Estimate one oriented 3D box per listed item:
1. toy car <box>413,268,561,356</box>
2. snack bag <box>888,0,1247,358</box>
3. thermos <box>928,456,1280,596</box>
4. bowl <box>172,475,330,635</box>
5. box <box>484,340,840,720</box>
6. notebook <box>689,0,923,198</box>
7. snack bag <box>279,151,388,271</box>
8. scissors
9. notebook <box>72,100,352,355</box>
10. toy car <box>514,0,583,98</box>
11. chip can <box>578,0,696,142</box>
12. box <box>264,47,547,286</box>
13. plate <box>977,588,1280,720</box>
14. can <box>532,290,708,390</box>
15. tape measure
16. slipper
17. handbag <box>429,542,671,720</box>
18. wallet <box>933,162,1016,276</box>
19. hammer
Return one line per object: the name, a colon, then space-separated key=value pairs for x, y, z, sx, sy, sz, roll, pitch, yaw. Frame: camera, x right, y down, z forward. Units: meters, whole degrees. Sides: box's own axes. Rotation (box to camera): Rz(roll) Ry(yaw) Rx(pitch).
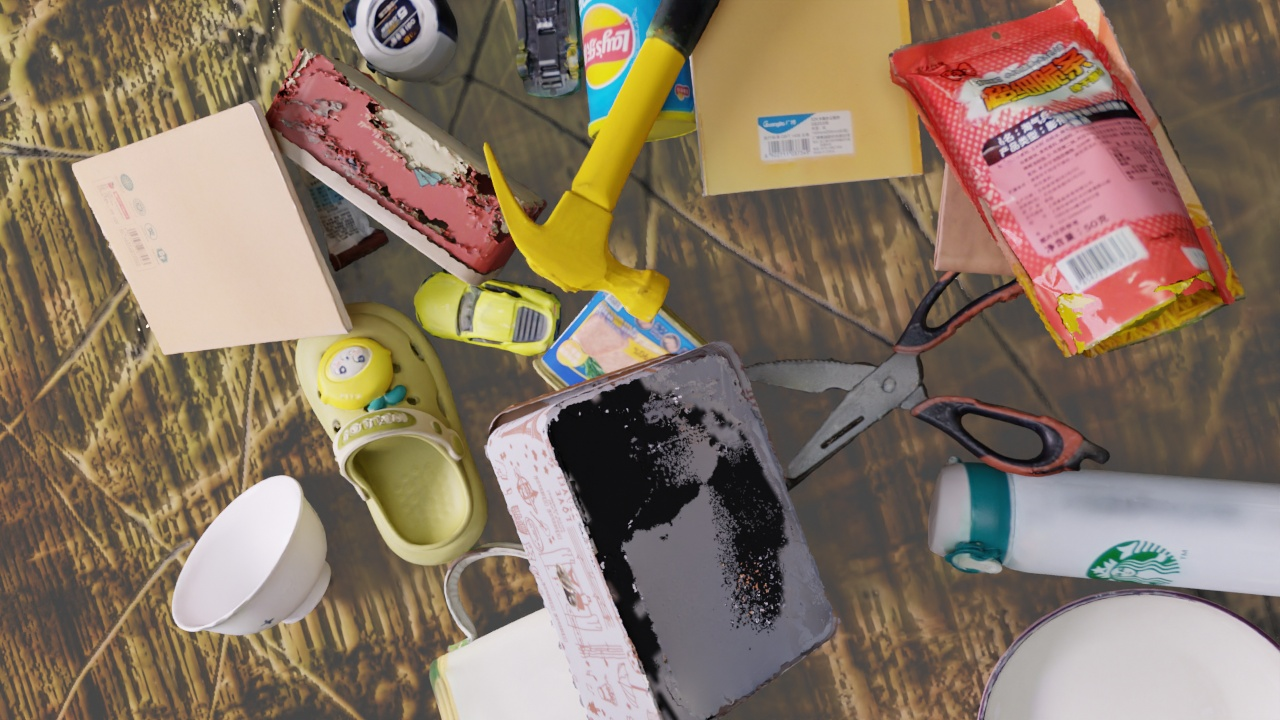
toy car: x=-0.106 y=-0.032 z=0.623 sx=0.105 sy=0.032 sz=0.048 roll=12 pitch=97 yaw=11
snack bag: x=0.238 y=-0.108 z=0.512 sx=0.128 sy=0.073 sz=0.207 roll=-20 pitch=71 yaw=-3
thermos: x=0.286 y=0.100 z=0.540 sx=0.224 sy=0.073 sz=0.073 roll=3 pitch=95 yaw=10
bowl: x=-0.258 y=0.147 z=0.643 sx=0.118 sy=0.118 sz=0.065 roll=-34 pitch=127 yaw=11
box: x=-0.005 y=0.095 z=0.531 sx=0.167 sy=0.149 sz=0.182 roll=-21 pitch=89 yaw=54
notebook: x=0.096 y=-0.209 z=0.555 sx=0.145 sy=0.010 sz=0.206 roll=-8 pitch=94 yaw=-12
snack bag: x=-0.215 y=-0.117 z=0.639 sx=0.048 sy=0.026 sz=0.104 roll=-27 pitch=90 yaw=2
scissors: x=0.170 y=0.007 z=0.553 sx=0.225 sy=0.015 sz=0.188 roll=14 pitch=77 yaw=12
notebook: x=-0.289 y=-0.077 z=0.607 sx=0.208 sy=0.008 sz=0.148 roll=-5 pitch=113 yaw=33
toy car: x=-0.058 y=-0.216 z=0.596 sx=0.043 sy=0.036 sz=0.091 roll=-2 pitch=96 yaw=12
chip can: x=-0.006 y=-0.246 z=0.567 sx=0.071 sy=0.071 sz=0.210 roll=-5 pitch=94 yaw=11
box: x=-0.144 y=-0.129 z=0.582 sx=0.168 sy=0.091 sz=0.078 roll=35 pitch=101 yaw=-4
plate: x=0.305 y=0.229 z=0.564 sx=0.192 sy=0.039 sz=0.192 roll=1 pitch=95 yaw=10
can: x=-0.004 y=0.003 z=0.595 sx=0.102 sy=0.057 sz=0.083 roll=42 pitch=98 yaw=4
tape measure: x=-0.158 y=-0.222 z=0.617 sx=0.066 sy=0.033 sz=0.066 roll=-25 pitch=87 yaw=13
slipper: x=-0.162 y=0.047 z=0.609 sx=0.091 sy=0.082 sz=0.190 roll=-25 pitch=91 yaw=-10
handbag: x=-0.061 y=0.202 z=0.628 sx=0.163 sy=0.063 sz=0.178 roll=-27 pitch=74 yaw=11
wallet: x=0.233 y=-0.105 z=0.551 sx=0.101 sy=0.020 sz=0.115 roll=6 pitch=82 yaw=9
hammer: x=0.015 y=-0.179 z=0.520 sx=0.129 sy=0.033 sz=0.300 roll=27 pitch=90 yaw=-7
